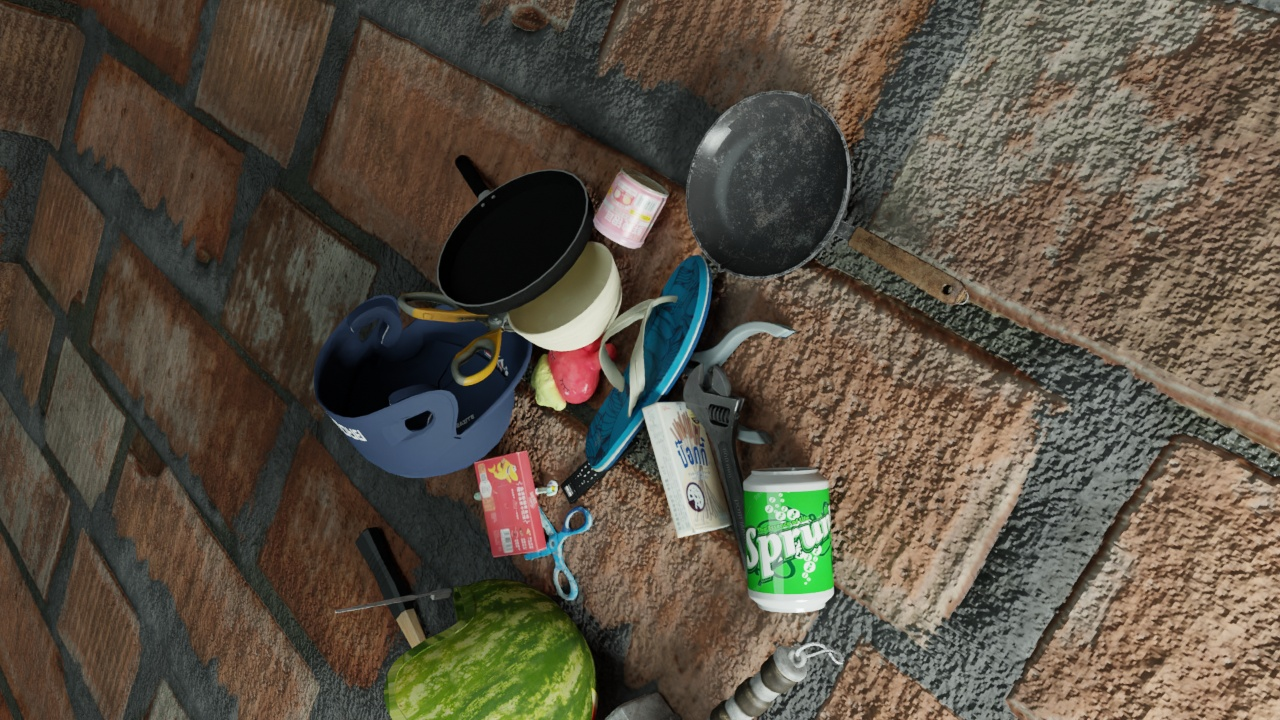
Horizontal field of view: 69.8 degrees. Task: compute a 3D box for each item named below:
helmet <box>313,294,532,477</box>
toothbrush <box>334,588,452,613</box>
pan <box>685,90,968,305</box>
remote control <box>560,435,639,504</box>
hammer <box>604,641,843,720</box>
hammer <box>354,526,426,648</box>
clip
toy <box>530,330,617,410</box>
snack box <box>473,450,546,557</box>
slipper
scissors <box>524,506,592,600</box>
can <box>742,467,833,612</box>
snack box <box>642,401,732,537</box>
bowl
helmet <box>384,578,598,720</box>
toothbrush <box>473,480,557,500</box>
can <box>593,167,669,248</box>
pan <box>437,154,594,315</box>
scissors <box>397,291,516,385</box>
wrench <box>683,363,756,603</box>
[{"bbox_3d":[-0.261,0.033,1.206,0.272,0.223,0.232,-38,50,-3],"label":"helmet"},{"bbox_3d":[-0.340,0.336,1.271,0.010,0.181,0.010,34,112,39],"label":"toothbrush"},{"bbox_3d":[0.193,-0.148,0.959,0.357,0.040,0.208,38,111,31],"label":"pan"},{"bbox_3d":[-0.053,0.132,1.160,0.140,0.009,0.030,-44,63,29],"label":"remote control"},{"bbox_3d":[0.089,0.394,0.996,0.327,0.079,0.177,-52,60,25],"label":"hammer"},{"bbox_3d":[-0.344,0.392,1.366,0.131,0.039,0.328,-51,60,27],"label":"hammer"},{"bbox_3d":[0.115,0.013,1.021,0.166,0.032,0.164,-40,66,29],"label":"clip"},{"bbox_3d":[-0.085,0.010,1.166,0.135,0.045,0.091,-31,65,25],"label":"toy"},{"bbox_3d":[-0.175,0.193,1.228,0.089,0.021,0.133,-16,84,37],"label":"snack box"},{"bbox_3d":[-0.006,0.006,1.073,0.295,0.060,0.118,-59,32,23],"label":"slipper"},{"bbox_3d":[-0.103,0.240,1.197,0.140,0.011,0.134,-45,61,28],"label":"scissors"},{"bbox_3d":[0.152,0.183,0.948,0.088,0.087,0.140,-5,86,38],"label":"can"},{"bbox_3d":[0.053,0.119,1.032,0.026,0.081,0.150,-26,73,34],"label":"snack box"},{"bbox_3d":[-0.082,-0.068,1.133,0.151,0.075,0.150,-20,43,20],"label":"bowl"},{"bbox_3d":[-0.169,0.396,1.105,0.243,0.246,0.214,30,142,13],"label":"helmet"},{"bbox_3d":[-0.172,0.180,1.249,0.155,0.015,0.022,-12,56,37],"label":"toothbrush"},{"bbox_3d":[-0.012,-0.182,1.101,0.067,0.067,0.076,43,113,31],"label":"can"},{"bbox_3d":[-0.186,-0.189,1.219,0.225,0.034,0.356,-38,44,2],"label":"pan"},{"bbox_3d":[-0.202,-0.039,1.157,0.229,0.225,0.016,-87,7,-53],"label":"scissors"},{"bbox_3d":[0.102,0.135,1.010,0.073,0.018,0.273,-14,90,39],"label":"wrench"}]
